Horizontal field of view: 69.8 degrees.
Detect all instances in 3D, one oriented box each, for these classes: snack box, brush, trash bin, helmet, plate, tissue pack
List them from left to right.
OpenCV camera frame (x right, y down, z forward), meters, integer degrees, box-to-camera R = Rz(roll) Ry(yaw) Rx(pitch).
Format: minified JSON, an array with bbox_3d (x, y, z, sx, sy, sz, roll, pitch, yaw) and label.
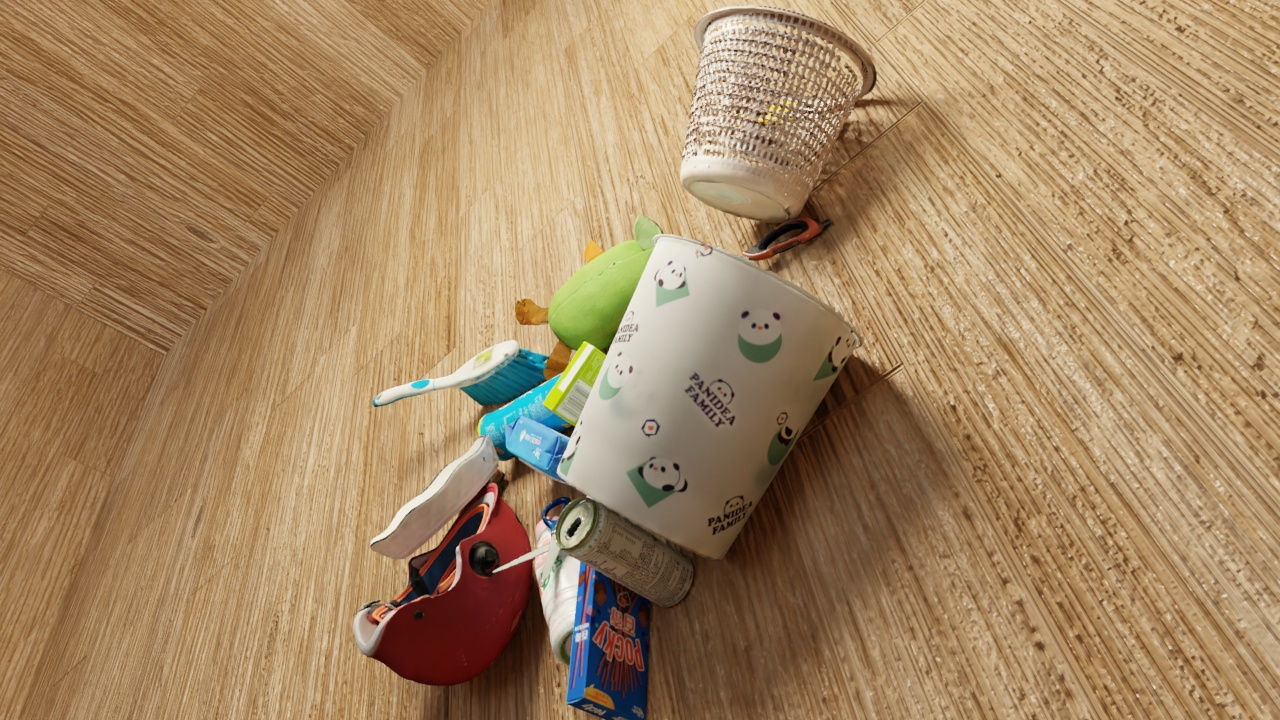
[{"bbox_3d":[-0.257,0.177,1.174,0.205,0.045,0.204,-42,6,5],"label":"plate"},{"bbox_3d":[-0.278,0.037,1.402,0.315,0.109,0.060,-25,45,36],"label":"brush"},{"bbox_3d":[-0.204,0.274,1.066,0.239,0.144,0.208,-51,12,-34],"label":"helmet"},{"bbox_3d":[-0.105,0.116,1.130,0.157,0.095,0.052,19,81,56],"label":"tissue pack"},{"bbox_3d":[-0.028,0.270,0.902,0.026,0.084,0.156,-29,41,32],"label":"snack box"},{"bbox_3d":[-0.028,0.055,1.033,0.085,0.156,0.026,-57,35,-5],"label":"snack box"},{"bbox_3d":[0.056,0.040,0.896,0.230,0.229,0.252,22,83,56],"label":"trash bin"},{"bbox_3d":[0.145,-0.280,1.099,0.228,0.227,0.192,12,82,54],"label":"trash bin"}]

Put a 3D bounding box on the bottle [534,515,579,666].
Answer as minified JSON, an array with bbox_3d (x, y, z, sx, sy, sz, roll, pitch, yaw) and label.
[{"bbox_3d":[-0.080,0.244,1.011,0.068,0.068,0.196,-46,30,11],"label":"bottle"}]

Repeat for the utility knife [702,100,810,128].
[{"bbox_3d":[0.157,-0.344,1.296,0.220,0.015,0.033,10,69,51],"label":"utility knife"}]

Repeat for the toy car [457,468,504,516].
[{"bbox_3d":[-0.223,0.188,1.264,0.042,0.035,0.090,15,75,56],"label":"toy car"}]

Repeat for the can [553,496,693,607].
[{"bbox_3d":[-0.014,0.189,0.901,0.058,0.146,0.058,-32,38,29],"label":"can"}]

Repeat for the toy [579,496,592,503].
[{"bbox_3d":[-0.013,0.148,1.029,0.108,0.039,0.083,0,29,46],"label":"toy"}]

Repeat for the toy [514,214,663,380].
[{"bbox_3d":[-0.052,-0.081,1.249,0.247,0.090,0.226,-35,55,16],"label":"toy"}]

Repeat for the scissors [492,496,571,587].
[{"bbox_3d":[-0.084,0.195,1.020,0.162,0.012,0.175,-12,21,-3],"label":"scissors"}]

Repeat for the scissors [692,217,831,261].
[{"bbox_3d":[0.126,-0.107,1.086,0.226,0.015,0.188,-23,45,22],"label":"scissors"}]

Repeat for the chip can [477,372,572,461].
[{"bbox_3d":[-0.121,0.065,1.218,0.211,0.071,0.071,-29,40,32],"label":"chip can"}]
